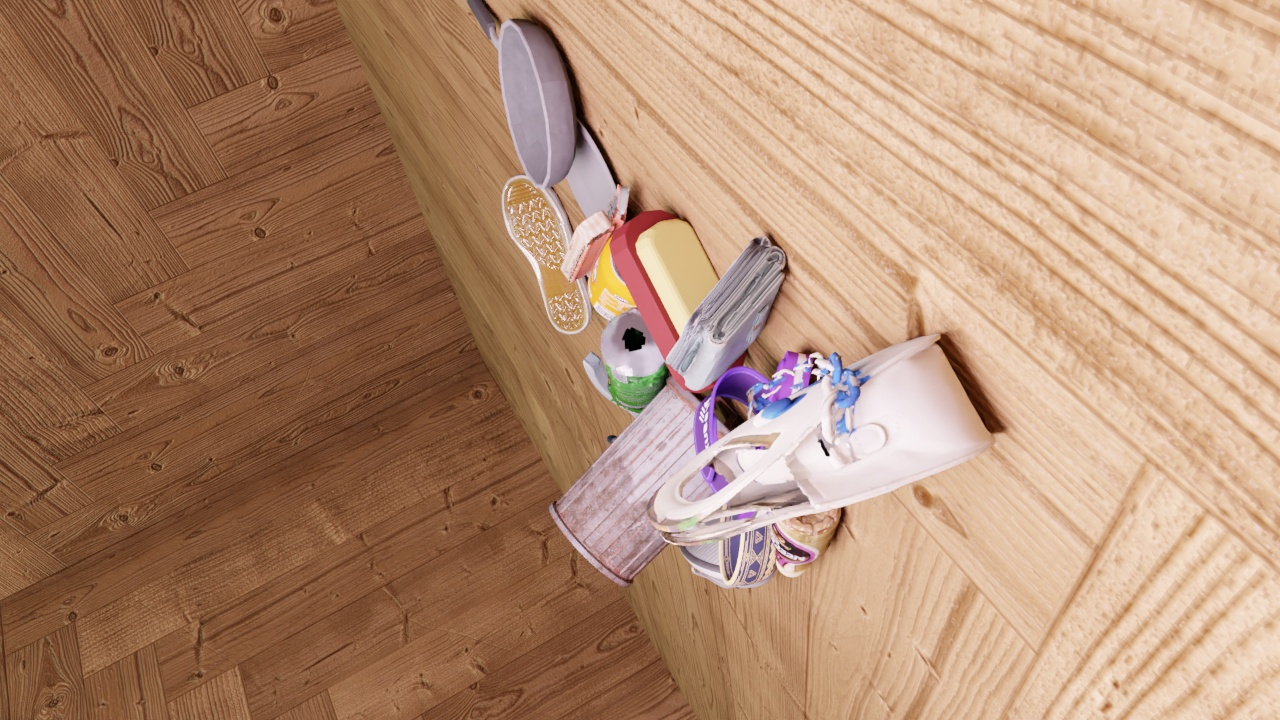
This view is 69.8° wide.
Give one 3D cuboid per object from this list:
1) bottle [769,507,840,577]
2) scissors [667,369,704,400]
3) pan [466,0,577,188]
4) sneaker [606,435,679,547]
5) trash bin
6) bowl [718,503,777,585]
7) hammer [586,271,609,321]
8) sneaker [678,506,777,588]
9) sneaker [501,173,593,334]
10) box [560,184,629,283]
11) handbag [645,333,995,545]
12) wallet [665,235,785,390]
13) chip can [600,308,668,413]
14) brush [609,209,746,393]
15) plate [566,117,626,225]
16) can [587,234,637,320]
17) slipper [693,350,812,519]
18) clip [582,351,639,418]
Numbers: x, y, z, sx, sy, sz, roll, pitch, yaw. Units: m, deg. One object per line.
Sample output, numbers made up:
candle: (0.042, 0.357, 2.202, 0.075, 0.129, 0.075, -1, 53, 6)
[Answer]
bottle: (0.154, 0.170, 0.889, 0.059, 0.059, 0.166, 56, 166, 27)
scissors: (0.039, 0.012, 1.119, 0.193, 0.015, 0.179, 52, 165, 39)
pan: (-0.142, -0.338, 1.044, 0.179, 0.041, 0.357, 94, 155, -47)
sneaker: (0.021, 0.206, 1.417, 0.235, 0.087, 0.089, 67, 167, -17)
trash bin: (0.019, 0.123, 0.979, 0.131, 0.211, 0.131, 44, -179, -1)
bowl: (0.128, 0.191, 1.005, 0.112, 0.061, 0.112, -176, 92, -84)
hammer: (-0.009, 0.004, 1.245, 0.147, 0.028, 0.317, -126, 13, -73)
sneaker: (0.113, 0.251, 1.171, 0.129, 0.096, 0.263, 54, 169, -16)
sneaker: (-0.119, -0.156, 1.305, 0.235, 0.088, 0.079, 69, -159, -12)
box: (-0.046, -0.131, 0.978, 0.043, 0.083, 0.187, 52, 165, 0)
handbag: (0.095, 0.053, 0.581, 0.093, 0.199, 0.201, 66, 165, 5)
wallet: (0.069, -0.034, 0.735, 0.054, 0.100, 0.132, 34, 164, 8)
chip can: (-0.005, 0.006, 1.014, 0.075, 0.075, 0.223, 60, 174, 12)
brush: (0.041, -0.057, 0.838, 0.042, 0.082, 0.173, -26, 92, 47)
plate: (-0.054, -0.206, 1.045, 0.178, 0.012, 0.179, 57, 166, 22)
can: (-0.008, -0.089, 0.953, 0.079, 0.079, 0.143, 62, 167, 2)
slipper: (0.086, 0.074, 0.809, 0.267, 0.084, 0.107, 85, -161, -67)
clip: (0.015, 0.041, 1.167, 0.171, 0.029, 0.142, 46, 146, -13)
